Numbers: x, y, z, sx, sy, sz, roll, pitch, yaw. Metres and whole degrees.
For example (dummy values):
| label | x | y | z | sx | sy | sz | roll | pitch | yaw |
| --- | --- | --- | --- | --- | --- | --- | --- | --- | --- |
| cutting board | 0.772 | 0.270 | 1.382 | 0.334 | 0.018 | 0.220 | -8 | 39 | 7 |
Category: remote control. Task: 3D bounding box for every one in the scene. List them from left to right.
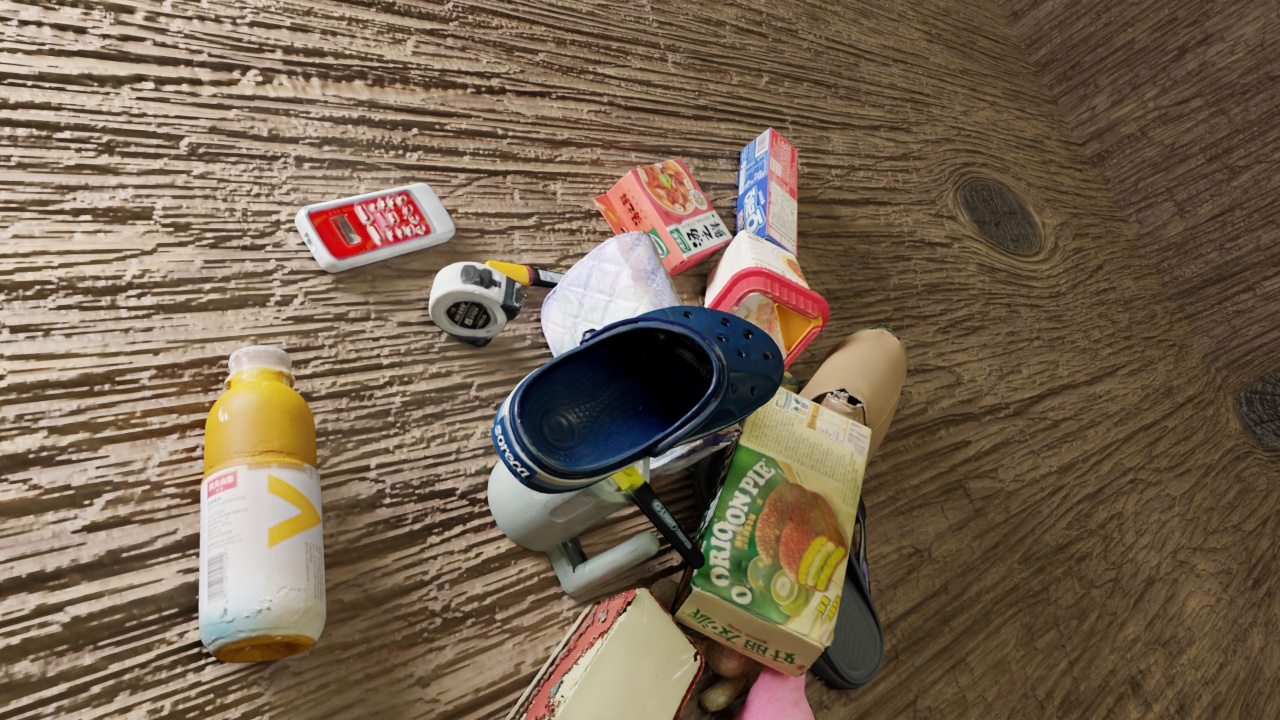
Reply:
| label | x | y | z | sx | sy | sz | roll | pitch | yaw |
| --- | --- | --- | --- | --- | --- | --- | --- | --- | --- |
| remote control | -0.211 | -0.110 | 0.744 | 0.135 | 0.020 | 0.056 | -27 | 83 | -50 |

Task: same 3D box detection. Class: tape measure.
| label | x | y | z | sx | sy | sz | roll | pitch | yaw |
| --- | --- | --- | --- | --- | --- | --- | --- | --- | --- |
| tape measure | -0.135 | -0.047 | 0.739 | 0.066 | 0.066 | 0.033 | 29 | 42 | -31 |

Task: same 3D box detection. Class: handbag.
| label | x | y | z | sx | sy | sz | roll | pitch | yaw |
| --- | --- | --- | --- | --- | --- | --- | --- | --- | --- |
| handbag | -0.005 | 0.005 | 0.780 | 0.075 | 0.135 | 0.194 | -12 | 71 | -48 |
| handbag | 0.209 | 0.055 | 0.957 | 0.100 | 0.148 | 0.203 | 22 | 34 | 19 |

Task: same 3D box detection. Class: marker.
| label | x | y | z | sx | sy | sz | roll | pitch | yaw |
| --- | --- | --- | --- | --- | --- | --- | --- | --- | --- |
| marker | -0.093 | -0.075 | 0.841 | 0.123 | 0.015 | 0.018 | 4 | 63 | -46 |
| marker | 0.006 | 0.100 | 0.653 | 0.124 | 0.015 | 0.018 | 51 | 45 | -4 |

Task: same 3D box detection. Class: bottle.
| label | x | y | z | sx | sy | sz | roll | pitch | yaw |
| --- | --- | --- | --- | --- | --- | --- | --- | --- | --- |
| bottle | -0.229 | 0.081 | 0.556 | 0.068 | 0.068 | 0.189 | 11 | 56 | -40 |

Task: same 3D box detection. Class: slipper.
| label | x | y | z | sx | sy | sz | roll | pitch | yaw |
| --- | --- | --- | --- | --- | --- | --- | --- | --- | --- |
| slipper | 0.011 | 0.010 | 0.636 | 0.252 | 0.095 | 0.105 | -21 | 77 | -41 |
| slipper | 0.157 | 0.182 | 0.843 | 0.110 | 0.084 | 0.268 | -38 | 96 | -37 |

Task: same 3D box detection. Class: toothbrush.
| label | x | y | z | sx | sy | sz | roll | pitch | yaw |
| --- | --- | --- | --- | --- | --- | --- | --- | --- | --- |
| toothbrush | 0.232 | 0.227 | 0.958 | 0.014 | 0.017 | 0.188 | 18 | 54 | -21 |

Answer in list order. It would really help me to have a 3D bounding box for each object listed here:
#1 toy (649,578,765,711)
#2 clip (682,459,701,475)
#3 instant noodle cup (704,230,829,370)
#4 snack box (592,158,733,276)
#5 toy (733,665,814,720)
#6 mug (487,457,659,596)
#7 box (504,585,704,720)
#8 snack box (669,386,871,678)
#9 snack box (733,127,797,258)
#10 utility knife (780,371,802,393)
| label | x | y | z | sx | sy | sz | roll | pitch | yaw |
| --- | --- | --- | --- | --- | --- | --- | --- | --- | --- |
| toy | 0.065 | 0.231 | 0.757 | 0.157 | 0.066 | 0.105 | 32 | 76 | -19 |
| clip | 0.059 | 0.101 | 0.863 | 0.055 | 0.038 | 0.013 | 35 | 46 | -32 |
| instant noodle cup | 0.123 | -0.065 | 0.973 | 0.116 | 0.117 | 0.124 | 24 | 37 | -20 |
| snack box | 0.027 | -0.152 | 0.987 | 0.126 | 0.044 | 0.113 | -30 | 86 | -50 |
| toy | 0.093 | 0.335 | 0.697 | 0.194 | 0.075 | 0.178 | -32 | 103 | -38 |
| mug | -0.045 | 0.107 | 0.694 | 0.083 | 0.104 | 0.124 | -17 | 76 | -49 |
| box | -0.025 | 0.240 | 0.640 | 0.091 | 0.079 | 0.167 | 51 | 39 | -6 |
| snack box | 0.115 | 0.129 | 0.763 | 0.114 | 0.063 | 0.239 | 25 | 44 | 1 |
| snack box | 0.157 | -0.198 | 1.138 | 0.058 | 0.057 | 0.207 | 33 | 44 | -27 |
| utility knife | 0.127 | 0.026 | 0.992 | 0.151 | 0.018 | 0.031 | -3 | 60 | -41 |
